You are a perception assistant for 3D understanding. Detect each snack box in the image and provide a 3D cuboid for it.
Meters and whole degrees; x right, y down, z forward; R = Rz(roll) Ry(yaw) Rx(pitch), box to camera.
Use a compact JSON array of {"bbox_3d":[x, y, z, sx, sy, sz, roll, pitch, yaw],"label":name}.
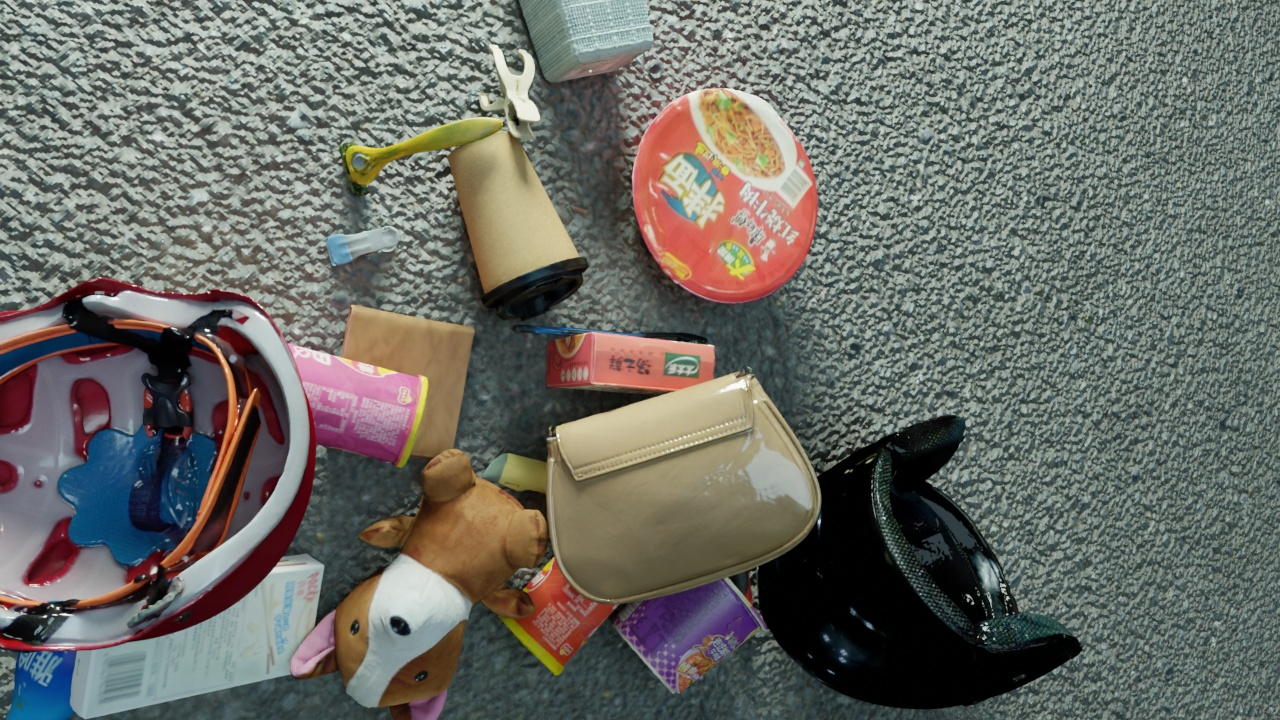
[{"bbox_3d":[-0.301,0.186,0.636,0.156,0.027,0.085,5,99,-51],"label":"snack box"},{"bbox_3d":[-0.005,0.004,0.770,0.113,0.127,0.044,6,86,-26],"label":"snack box"}]

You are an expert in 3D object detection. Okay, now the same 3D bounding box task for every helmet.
[{"bbox_3d":[-0.310,0.069,0.548,0.240,0.144,0.206,1,69,-4],"label":"helmet"},{"bbox_3d":[0.240,0.195,0.829,0.274,0.231,0.233,30,37,-51],"label":"helmet"}]

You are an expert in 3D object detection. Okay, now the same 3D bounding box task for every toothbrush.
[{"bbox_3d":[-0.023,-0.021,0.825,0.189,0.014,0.016,3,111,-25],"label":"toothbrush"}]

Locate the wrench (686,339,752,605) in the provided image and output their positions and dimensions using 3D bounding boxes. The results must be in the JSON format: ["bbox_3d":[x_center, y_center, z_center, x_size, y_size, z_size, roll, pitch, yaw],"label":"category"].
[{"bbox_3d":[0.076,0.113,0.852,0.016,0.056,0.273,-11,99,10],"label":"wrench"}]

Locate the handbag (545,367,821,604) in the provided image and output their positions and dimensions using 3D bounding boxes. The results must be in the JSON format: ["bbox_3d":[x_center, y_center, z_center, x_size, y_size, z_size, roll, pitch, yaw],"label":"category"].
[{"bbox_3d":[0.029,0.098,0.705,0.204,0.100,0.147,-17,88,4],"label":"handbag"}]

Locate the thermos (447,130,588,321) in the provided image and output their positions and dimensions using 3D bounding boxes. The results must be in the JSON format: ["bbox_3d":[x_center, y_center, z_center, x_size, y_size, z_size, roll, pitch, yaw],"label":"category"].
[{"bbox_3d":[-0.104,-0.109,0.752,0.093,0.093,0.143,-22,89,-25],"label":"thermos"}]

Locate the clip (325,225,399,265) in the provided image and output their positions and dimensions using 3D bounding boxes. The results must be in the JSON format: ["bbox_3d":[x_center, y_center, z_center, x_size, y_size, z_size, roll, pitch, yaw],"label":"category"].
[{"bbox_3d":[-0.221,-0.093,0.732,0.058,0.039,0.026,-19,94,-24],"label":"clip"}]

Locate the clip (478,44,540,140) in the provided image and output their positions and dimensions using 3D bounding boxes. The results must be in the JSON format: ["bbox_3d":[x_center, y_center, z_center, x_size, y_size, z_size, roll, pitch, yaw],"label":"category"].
[{"bbox_3d":[-0.102,-0.225,0.742,0.035,0.103,0.092,3,107,-24],"label":"clip"}]

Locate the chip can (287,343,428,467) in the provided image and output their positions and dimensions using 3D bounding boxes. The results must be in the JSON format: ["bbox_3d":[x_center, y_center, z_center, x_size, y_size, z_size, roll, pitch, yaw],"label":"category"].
[{"bbox_3d":[-0.267,0.018,0.666,0.210,0.071,0.071,17,81,-18],"label":"chip can"}]

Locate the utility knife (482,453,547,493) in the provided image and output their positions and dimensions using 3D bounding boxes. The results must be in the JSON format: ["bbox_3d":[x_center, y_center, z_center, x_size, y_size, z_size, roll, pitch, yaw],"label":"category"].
[{"bbox_3d":[-0.046,0.116,0.806,0.196,0.020,0.031,20,84,-23],"label":"utility knife"}]

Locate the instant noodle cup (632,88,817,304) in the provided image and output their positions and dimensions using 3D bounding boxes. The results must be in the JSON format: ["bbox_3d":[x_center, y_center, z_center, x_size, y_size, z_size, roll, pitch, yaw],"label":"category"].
[{"bbox_3d":[0.068,-0.146,0.844,0.193,0.066,0.194,1,88,-24],"label":"instant noodle cup"}]

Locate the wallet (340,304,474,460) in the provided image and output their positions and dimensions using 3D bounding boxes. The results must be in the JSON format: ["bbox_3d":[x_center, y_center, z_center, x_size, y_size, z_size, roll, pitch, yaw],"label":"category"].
[{"bbox_3d":[-0.193,0.020,0.741,0.101,0.020,0.115,10,87,-23],"label":"wallet"}]

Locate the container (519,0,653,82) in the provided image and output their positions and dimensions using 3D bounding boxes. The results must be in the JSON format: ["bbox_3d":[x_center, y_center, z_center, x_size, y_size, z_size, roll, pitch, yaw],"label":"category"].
[{"bbox_3d":[-0.049,-0.305,0.781,0.090,0.090,0.111,-19,99,-24],"label":"container"}]

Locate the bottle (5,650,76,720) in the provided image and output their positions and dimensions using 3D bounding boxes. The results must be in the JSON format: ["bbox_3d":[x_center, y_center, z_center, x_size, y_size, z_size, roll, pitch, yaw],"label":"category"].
[{"bbox_3d":[-0.368,0.173,0.625,0.065,0.065,0.218,32,75,-21],"label":"bottle"}]

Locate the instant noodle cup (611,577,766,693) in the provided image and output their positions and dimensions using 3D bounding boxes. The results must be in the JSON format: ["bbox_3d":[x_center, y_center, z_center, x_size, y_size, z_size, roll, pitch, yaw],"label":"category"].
[{"bbox_3d":[0.037,0.226,0.798,0.099,0.112,0.111,-43,106,-11],"label":"instant noodle cup"}]

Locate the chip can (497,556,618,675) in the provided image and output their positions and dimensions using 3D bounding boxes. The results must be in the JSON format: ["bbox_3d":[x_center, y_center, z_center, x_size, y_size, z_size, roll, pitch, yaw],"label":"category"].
[{"bbox_3d":[-0.022,0.160,0.778,0.216,0.073,0.073,-46,107,-15],"label":"chip can"}]

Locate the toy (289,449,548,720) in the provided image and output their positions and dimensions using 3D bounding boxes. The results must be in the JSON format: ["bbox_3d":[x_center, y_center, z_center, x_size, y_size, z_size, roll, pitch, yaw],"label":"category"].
[{"bbox_3d":[-0.158,0.178,0.691,0.140,0.131,0.199,36,77,3],"label":"toy"}]

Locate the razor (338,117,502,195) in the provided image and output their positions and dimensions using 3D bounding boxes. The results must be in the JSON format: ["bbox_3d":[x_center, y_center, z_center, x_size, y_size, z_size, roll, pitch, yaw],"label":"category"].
[{"bbox_3d":[-0.171,-0.167,0.716,0.133,0.028,0.043,-14,92,10],"label":"razor"}]
